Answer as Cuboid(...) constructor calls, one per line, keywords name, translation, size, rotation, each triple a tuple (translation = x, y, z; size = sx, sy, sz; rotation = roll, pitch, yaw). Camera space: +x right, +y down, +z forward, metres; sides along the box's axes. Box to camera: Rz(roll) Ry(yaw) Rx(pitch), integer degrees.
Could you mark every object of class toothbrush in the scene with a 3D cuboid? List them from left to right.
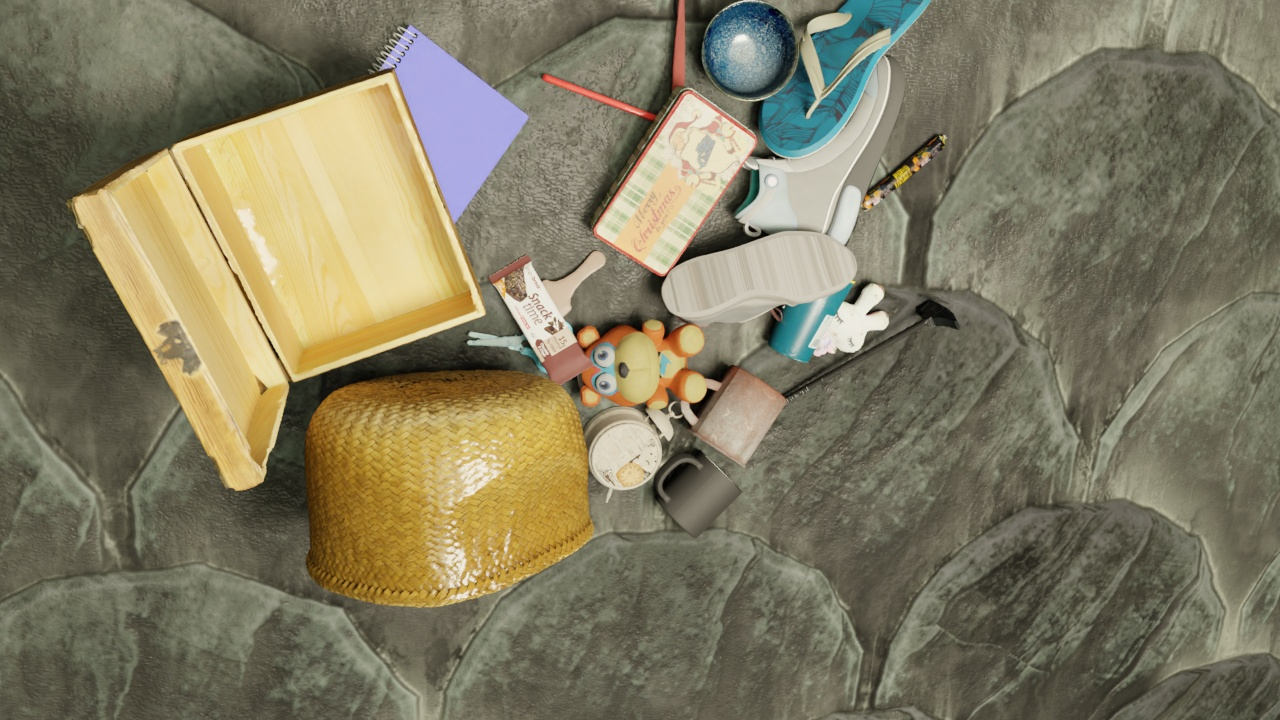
Cuboid(name="toothbrush", translation=(-0.017, -0.296, 1.096), size=(0.212, 0.012, 0.018), rotation=(16, 100, -18))
Cuboid(name="toothbrush", translation=(0.045, -0.374, 1.083), size=(0.016, 0.016, 0.190), rotation=(-1, 102, -14))

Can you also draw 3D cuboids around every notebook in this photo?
Cuboid(name="notebook", translation=(-0.257, -0.245, 1.044), size=(0.171, 0.022, 0.209), rotation=(35, 94, -22))

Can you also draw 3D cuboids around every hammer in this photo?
Cuboid(name="hammer", translation=(0.269, 0.014, 1.225), size=(0.325, 0.095, 0.015), rotation=(-29, 110, 1))

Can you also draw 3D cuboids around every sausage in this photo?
Cuboid(name="sausage", translation=(0.342, -0.243, 1.198), size=(0.155, 0.020, 0.020), rotation=(-39, 110, -2))

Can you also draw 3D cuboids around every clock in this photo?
Cuboid(name="clock", translation=(-0.005, 0.105, 1.179), size=(0.157, 0.061, 0.103), rotation=(-37, 110, -1))

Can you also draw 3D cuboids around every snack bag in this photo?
Cuboid(name="snack bag", translation=(-0.120, -0.048, 1.104), size=(0.057, 0.013, 0.158), rotation=(-30, 85, -3))

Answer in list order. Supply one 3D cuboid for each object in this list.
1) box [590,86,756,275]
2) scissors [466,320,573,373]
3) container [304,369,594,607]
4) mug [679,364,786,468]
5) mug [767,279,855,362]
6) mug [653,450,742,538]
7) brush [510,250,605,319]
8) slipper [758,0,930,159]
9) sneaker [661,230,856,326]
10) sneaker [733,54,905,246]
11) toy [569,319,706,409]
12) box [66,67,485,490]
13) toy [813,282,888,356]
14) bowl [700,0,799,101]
Cuboid(name="box", translation=(0.038, -0.212, 1.096), size=(0.117, 0.050, 0.206), rotation=(31, 106, -19))
Cuboid(name="scissors", translation=(-0.146, -0.029, 1.133), size=(0.141, 0.015, 0.076), rotation=(13, 102, -22))
Cuboid(name="container", translation=(-0.215, 0.118, 1.008), size=(0.306, 0.307, 0.196), rotation=(-5, 98, -13))
Cuboid(name="mug", translation=(0.112, 0.062, 1.180), size=(0.123, 0.096, 0.110), rotation=(35, 82, -20))
Cuboid(name="mug", translation=(0.216, -0.063, 1.187), size=(0.078, 0.078, 0.121), rotation=(19, 103, -18))
Cuboid(name="mug", translation=(0.066, 0.166, 1.200), size=(0.088, 0.078, 0.113), rotation=(-45, 125, 0))
Cuboid(name="brush", translation=(-0.096, -0.086, 1.131), size=(0.135, 0.015, 0.050), rotation=(-43, 97, -7))
Cuboid(name="slipper", translation=(0.238, -0.371, 1.089), size=(0.294, 0.118, 0.060), rotation=(-51, 148, -4))
Cuboid(name="sneaker", translation=(0.146, -0.094, 1.141), size=(0.236, 0.089, 0.099), rotation=(-9, 81, 5))
Cuboid(name="sneaker", translation=(0.214, -0.266, 1.131), size=(0.160, 0.093, 0.257), rotation=(16, 99, -9))
Cuboid(name="toy", translation=(-0.007, 0.006, 1.137), size=(0.176, 0.096, 0.112), rotation=(-3, 97, 13))
Cuboid(name="box", translation=(-0.328, -0.093, 0.887), size=(0.286, 0.336, 0.279), rotation=(-20, 116, -3))
Cuboid(name="toy", translation=(0.279, -0.048, 1.225), size=(0.122, 0.038, 0.079), rotation=(-33, 117, -1))
Cuboid(name="bowl", translation=(0.126, -0.362, 1.086), size=(0.114, 0.060, 0.114), rotation=(0, 101, -2))
